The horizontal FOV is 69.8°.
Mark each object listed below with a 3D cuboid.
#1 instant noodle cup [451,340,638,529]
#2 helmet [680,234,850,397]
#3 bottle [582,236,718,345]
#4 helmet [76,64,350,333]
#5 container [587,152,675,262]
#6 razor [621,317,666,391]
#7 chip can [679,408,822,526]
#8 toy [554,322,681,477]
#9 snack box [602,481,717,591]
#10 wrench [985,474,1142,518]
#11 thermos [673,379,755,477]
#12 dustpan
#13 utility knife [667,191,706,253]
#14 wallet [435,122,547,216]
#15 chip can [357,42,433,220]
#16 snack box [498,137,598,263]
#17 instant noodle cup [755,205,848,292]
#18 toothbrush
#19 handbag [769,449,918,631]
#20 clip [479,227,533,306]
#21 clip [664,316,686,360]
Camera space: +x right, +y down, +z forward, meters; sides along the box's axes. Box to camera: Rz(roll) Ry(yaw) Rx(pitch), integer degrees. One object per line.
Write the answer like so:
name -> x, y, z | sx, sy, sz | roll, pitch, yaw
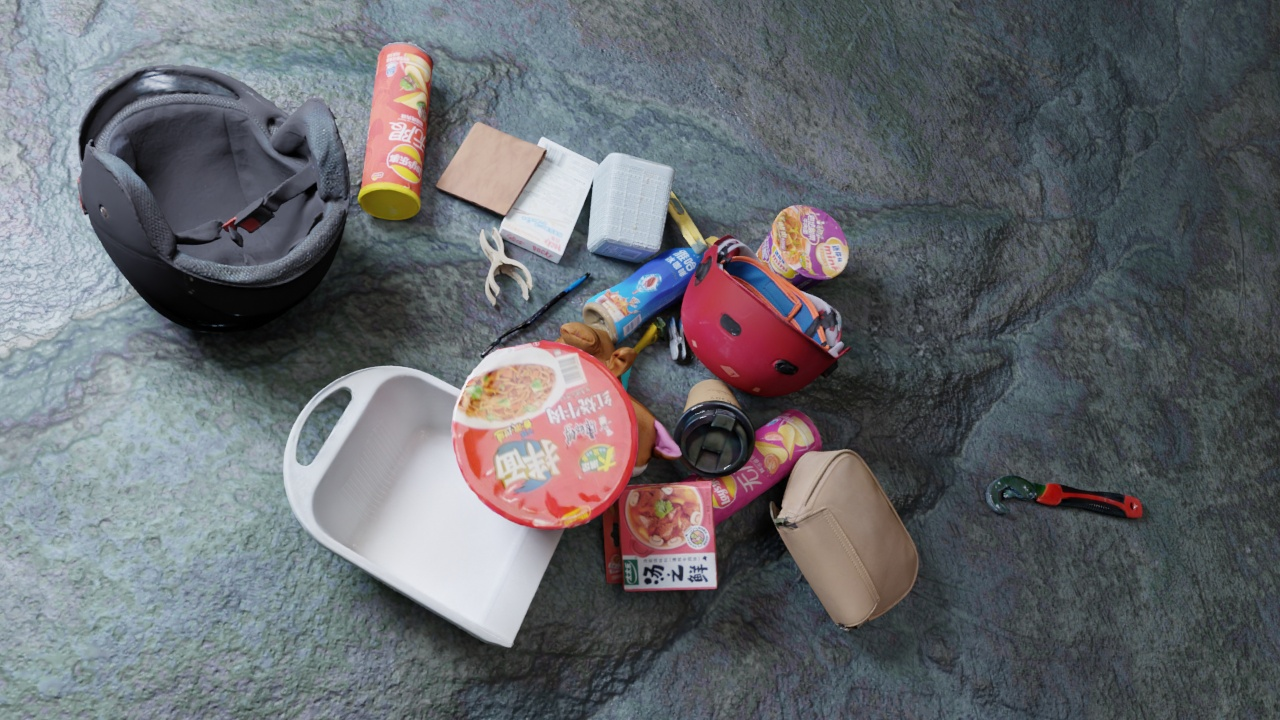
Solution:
instant noodle cup -> -0.101, 0.079, 0.941 | 0.193, 0.066, 0.193 | 5, 74, -19
helmet -> 0.135, -0.032, 1.113 | 0.207, 0.144, 0.239 | 36, 20, -4
bottle -> 0.024, -0.098, 1.168 | 0.218, 0.065, 0.065 | -37, 85, -29
helmet -> -0.430, -0.161, 0.928 | 0.232, 0.231, 0.274 | -25, 70, -37
container -> -0.016, -0.191, 1.170 | 0.090, 0.090, 0.111 | 12, 80, -17
razor -> -0.007, 0.007, 1.135 | 0.028, 0.043, 0.132 | 26, 66, 11
chip can -> 0.124, 0.136, 1.108 | 0.210, 0.072, 0.071 | -29, 82, -28
toy -> -0.049, 0.054, 1.049 | 0.130, 0.140, 0.199 | -24, 82, -54
snack box -> 0.019, 0.194, 1.010 | 0.127, 0.044, 0.113 | -4, 92, 6
wrench -> 0.603, 0.197, 1.299 | 0.273, 0.016, 0.056 | 7, 67, -19
thermos -> 0.086, 0.073, 1.077 | 0.093, 0.093, 0.143 | 31, 18, -7
dustpan -> -0.212, 0.125, 0.922 | 0.258, 0.143, 0.222 | 17, 61, 14
utility knife -> 0.041, -0.206, 1.220 | 0.030, 0.020, 0.196 | 2, 41, -37
wallet -> -0.188, -0.242, 1.157 | 0.101, 0.020, 0.115 | 24, 66, 9
chip can -> -0.294, -0.280, 1.117 | 0.073, 0.073, 0.216 | 8, 66, -18
snack box -> -0.117, -0.208, 1.181 | 0.084, 0.027, 0.156 | 24, 62, -11
instant noodle cup -> 0.207, -0.139, 1.237 | 0.111, 0.099, 0.111 | 7, 68, -18
toothbrush -> -0.124, -0.056, 1.124 | 0.016, 0.014, 0.189 | 48, 60, 1
handbag -> 0.239, 0.211, 1.100 | 0.147, 0.100, 0.204 | -39, 103, -34
clip -> -0.179, -0.109, 1.114 | 0.103, 0.035, 0.092 | 47, 59, 7
clip -> 0.045, -0.027, 1.173 | 0.038, 0.026, 0.058 | 0, 72, -29
